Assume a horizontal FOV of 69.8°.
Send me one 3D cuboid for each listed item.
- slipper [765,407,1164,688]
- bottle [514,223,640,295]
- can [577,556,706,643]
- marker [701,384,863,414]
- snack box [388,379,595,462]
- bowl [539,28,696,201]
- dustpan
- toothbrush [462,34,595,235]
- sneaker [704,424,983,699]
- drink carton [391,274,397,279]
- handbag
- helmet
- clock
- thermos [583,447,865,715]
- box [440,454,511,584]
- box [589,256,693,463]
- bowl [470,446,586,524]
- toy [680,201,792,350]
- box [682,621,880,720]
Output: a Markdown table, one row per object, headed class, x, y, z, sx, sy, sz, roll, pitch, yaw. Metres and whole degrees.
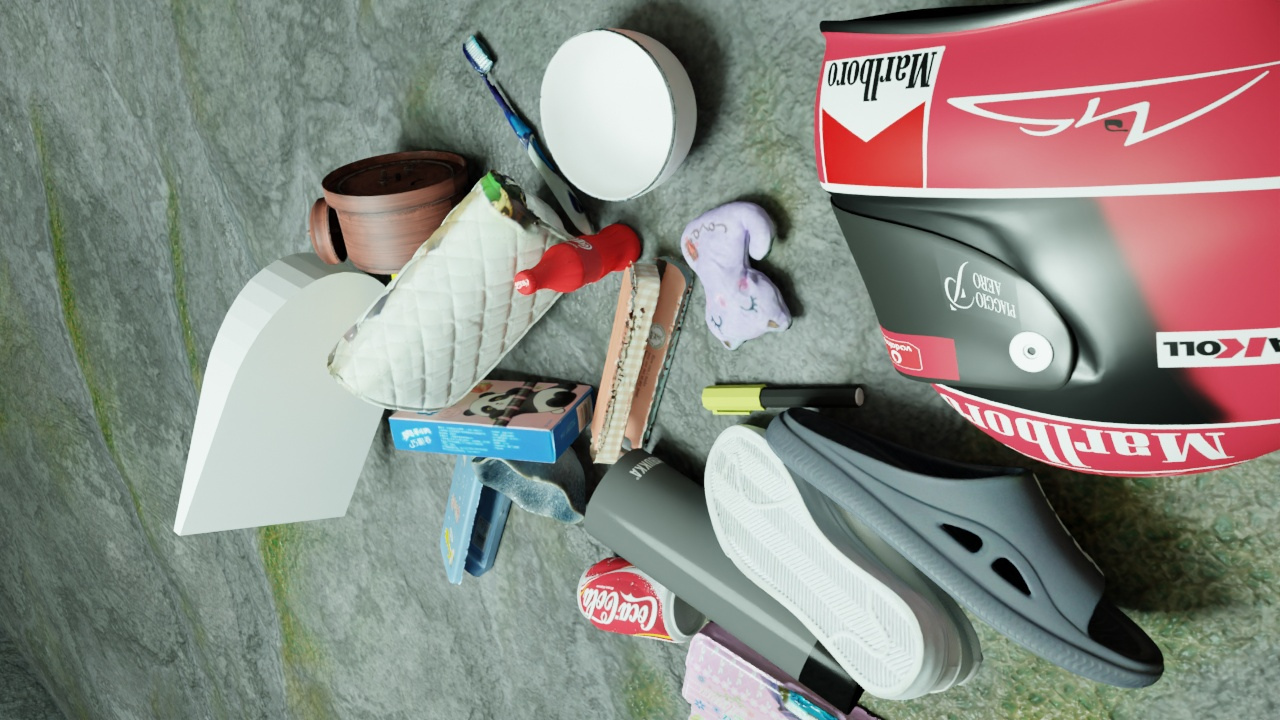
| class | x | y | z | sx | sy | sz | roll | pitch | yaw |
| --- | --- | --- | --- | --- | --- | --- | --- | --- | --- |
| slipper | 0.204 | 0.089 | 0.573 | 0.268 | 0.110 | 0.083 | 35 | 107 | 27 |
| bottle | -0.047 | -0.071 | 0.671 | 0.036 | 0.118 | 0.036 | 16 | 118 | 32 |
| can | 0.001 | 0.205 | 0.791 | 0.105 | 0.064 | 0.064 | -4 | 107 | 38 |
| marker | 0.102 | 0.028 | 0.668 | 0.124 | 0.017 | 0.021 | -2 | 108 | 37 |
| snack box | -0.125 | 0.048 | 0.781 | 0.154 | 0.087 | 0.033 | 3 | 113 | 21 |
| bowl | -0.008 | -0.172 | 0.635 | 0.113 | 0.063 | 0.113 | 15 | 118 | 31 |
| dustpan | -0.326 | 0.028 | 0.869 | 0.053 | 0.191 | 0.258 | 26 | 99 | 26 |
| toothbrush | -0.087 | -0.177 | 0.725 | 0.017 | 0.016 | 0.189 | -35 | 86 | 31 |
| sneaker | 0.133 | 0.132 | 0.629 | 0.242 | 0.090 | 0.090 | 47 | 115 | 48 |
| drink carton | -0.193 | -0.025 | 0.855 | 0.059 | 0.042 | 0.135 | 16 | 118 | 31 |
| handbag | -0.139 | -0.050 | 0.706 | 0.195 | 0.138 | 0.072 | -46 | 73 | 8 |
| helmet | 0.214 | -0.061 | 0.427 | 0.271 | 0.197 | 0.225 | 8 | 114 | 44 |
| clock | -0.212 | -0.127 | 0.777 | 0.158 | 0.120 | 0.072 | 10 | 123 | 25 |
| thermos | 0.075 | 0.163 | 0.704 | 0.240 | 0.082 | 0.082 | 30 | 125 | 24 |
| box | -0.169 | 0.135 | 0.897 | 0.068 | 0.058 | 0.210 | 36 | 127 | 23 |
| box | -0.001 | 0.003 | 0.731 | 0.056 | 0.063 | 0.188 | -115 | 32 | -47 |
| bowl | -0.090 | 0.096 | 0.808 | 0.110 | 0.055 | 0.110 | 22 | 154 | 11 |
| toy | 0.069 | -0.060 | 0.642 | 0.080 | 0.036 | 0.099 | -21 | 94 | 42 |
| box | 0.132 | 0.336 | 0.769 | 0.230 | 0.035 | 0.159 | 25 | 122 | 28 |
